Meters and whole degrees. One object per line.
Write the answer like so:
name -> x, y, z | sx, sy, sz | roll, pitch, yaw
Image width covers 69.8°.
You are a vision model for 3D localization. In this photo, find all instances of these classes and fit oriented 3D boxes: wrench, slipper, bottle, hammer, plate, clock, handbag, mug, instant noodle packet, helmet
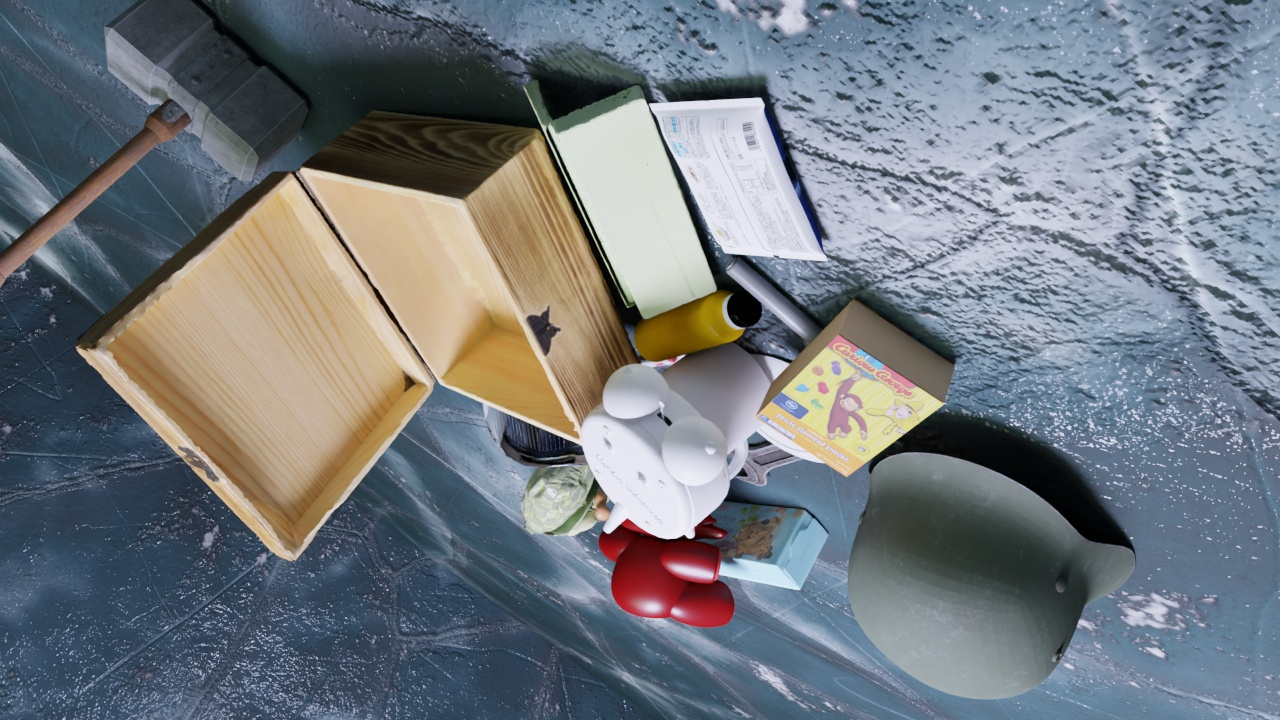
wrench -> 0.150, 0.084, 0.883 | 0.070, 0.010, 0.274 | 39, 154, -9
slipper -> -0.074, 0.067, 1.042 | 0.264, 0.063, 0.111 | -3, 96, 40
bottle -> 0.047, -0.030, 0.767 | 0.043, 0.043, 0.144 | 43, 154, -17
hammer -> -0.467, -0.172, 0.816 | 0.162, 0.316, 0.083 | 42, 154, -16
plate -> 0.130, 0.048, 0.825 | 0.134, 0.011, 0.135 | 32, 152, 19
clock -> 0.006, 0.084, 0.747 | 0.125, 0.072, 0.161 | 43, 149, 20
handbag -> -0.092, 0.176, 1.225 | 0.117, 0.113, 0.187 | 28, 154, -3
mug -> 0.060, 0.054, 0.808 | 0.091, 0.090, 0.121 | 8, 127, 53
instant noodle packet -> 0.067, -0.117, 0.611 | 0.087, 0.026, 0.134 | 11, 146, 41
helmet -> 0.264, 0.189, 0.761 | 0.227, 0.153, 0.268 | 15, 149, 35

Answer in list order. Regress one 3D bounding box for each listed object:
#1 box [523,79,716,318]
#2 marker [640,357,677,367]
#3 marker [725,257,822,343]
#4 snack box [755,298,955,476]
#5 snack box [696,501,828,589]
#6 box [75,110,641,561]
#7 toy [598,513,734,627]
box -> -0.010, -0.125, 0.688 | 0.188, 0.082, 0.098 | 64, -174, -47
marker -> -0.006, 0.005, 0.932 | 0.013, 0.012, 0.142 | 44, 153, -20
marker -> 0.122, -0.030, 0.709 | 0.140, 0.016, 0.016 | 39, 155, -10
snack box -> 0.159, 0.024, 0.695 | 0.088, 0.040, 0.126 | 33, 142, -2
snack box -> 0.126, 0.209, 1.056 | 0.053, 0.074, 0.175 | 48, 152, -25
box -> -0.233, -0.005, 0.786 | 0.287, 0.335, 0.279 | 20, 148, 40
toy -> 0.029, 0.190, 1.017 | 0.159, 0.197, 0.120 | 5, -178, 41
